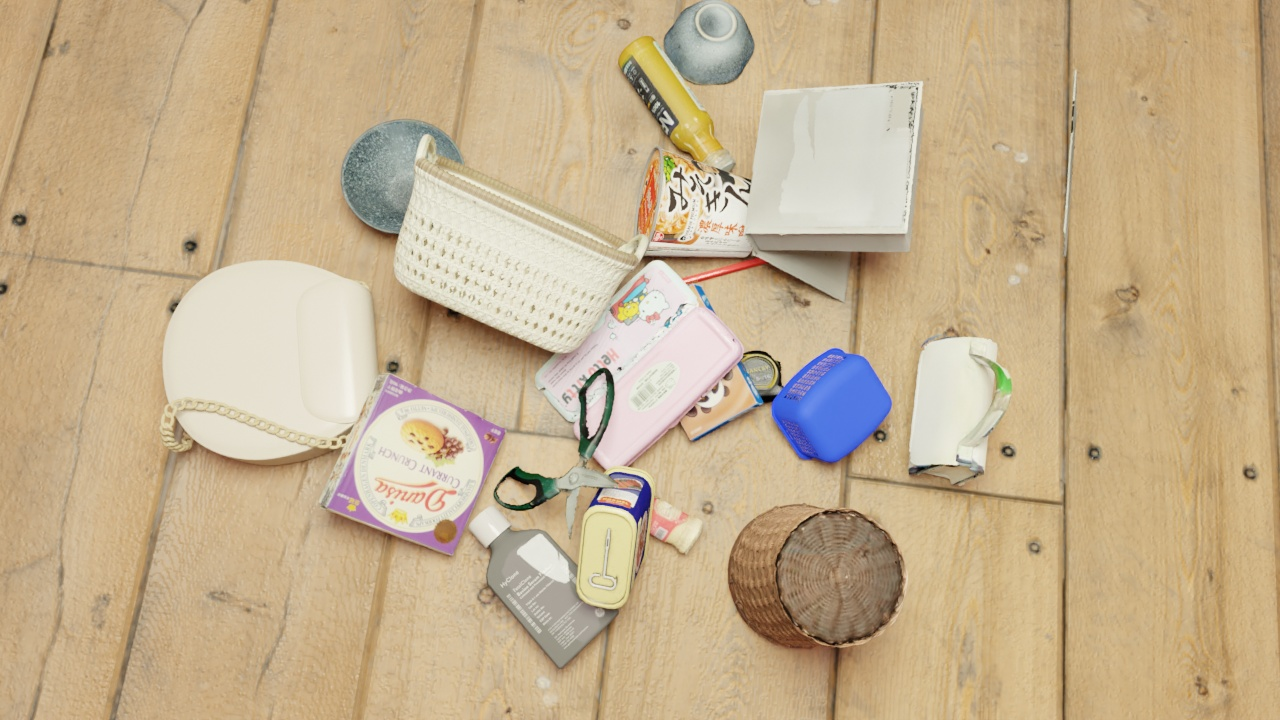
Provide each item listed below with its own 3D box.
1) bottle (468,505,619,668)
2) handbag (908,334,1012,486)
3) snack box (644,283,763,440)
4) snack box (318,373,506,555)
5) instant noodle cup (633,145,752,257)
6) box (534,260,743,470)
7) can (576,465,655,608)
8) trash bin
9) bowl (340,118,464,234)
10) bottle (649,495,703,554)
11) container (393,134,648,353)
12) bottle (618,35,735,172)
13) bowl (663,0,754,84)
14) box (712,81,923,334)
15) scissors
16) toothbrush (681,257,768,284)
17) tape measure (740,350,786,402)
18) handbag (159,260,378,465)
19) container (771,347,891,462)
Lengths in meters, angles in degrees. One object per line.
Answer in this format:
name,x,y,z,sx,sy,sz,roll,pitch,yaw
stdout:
bottle,-0.111,0.226,0.959,0.083,0.046,0.174,-42,83,-11
handbag,0.333,0.045,0.960,0.074,0.176,0.151,12,77,1
snack box,0.061,0.002,1.009,0.087,0.034,0.151,-31,79,17
snack box,-0.233,0.108,0.949,0.143,0.041,0.147,29,75,-29
instant noodle cup,0.066,-0.167,1.028,0.121,0.124,0.123,8,77,-11
box,-0.006,0.006,0.987,0.201,0.038,0.152,-44,79,7
can,-0.025,0.178,0.922,0.056,0.092,0.116,9,108,9
trash bin,0.175,0.210,0.897,0.151,0.210,0.151,1,78,-4
bowl,-0.263,-0.198,1.039,0.137,0.057,0.137,1,77,-3
bottle,0.012,0.165,0.983,0.109,0.044,0.044,29,77,3
container,-0.132,-0.114,0.943,0.246,0.184,0.143,23,101,-10
bottle,0.044,-0.294,1.082,0.053,0.053,0.186,-32,82,-10
bowl,0.086,-0.392,1.106,0.110,0.055,0.110,1,78,-4
box,0.194,-0.156,1.081,0.173,0.422,0.167,10,76,1
scissors,-0.071,0.089,0.940,0.015,0.202,0.202,39,65,-33
toothbrush,0.130,-0.108,1.066,0.212,0.012,0.018,-16,79,-7
tape measure,0.129,0.020,1.025,0.062,0.034,0.061,-8,84,8
handbag,-0.385,0.001,0.965,0.208,0.103,0.210,-6,79,-9
container,0.211,0.050,0.994,0.114,0.058,0.096,-40,108,-14
